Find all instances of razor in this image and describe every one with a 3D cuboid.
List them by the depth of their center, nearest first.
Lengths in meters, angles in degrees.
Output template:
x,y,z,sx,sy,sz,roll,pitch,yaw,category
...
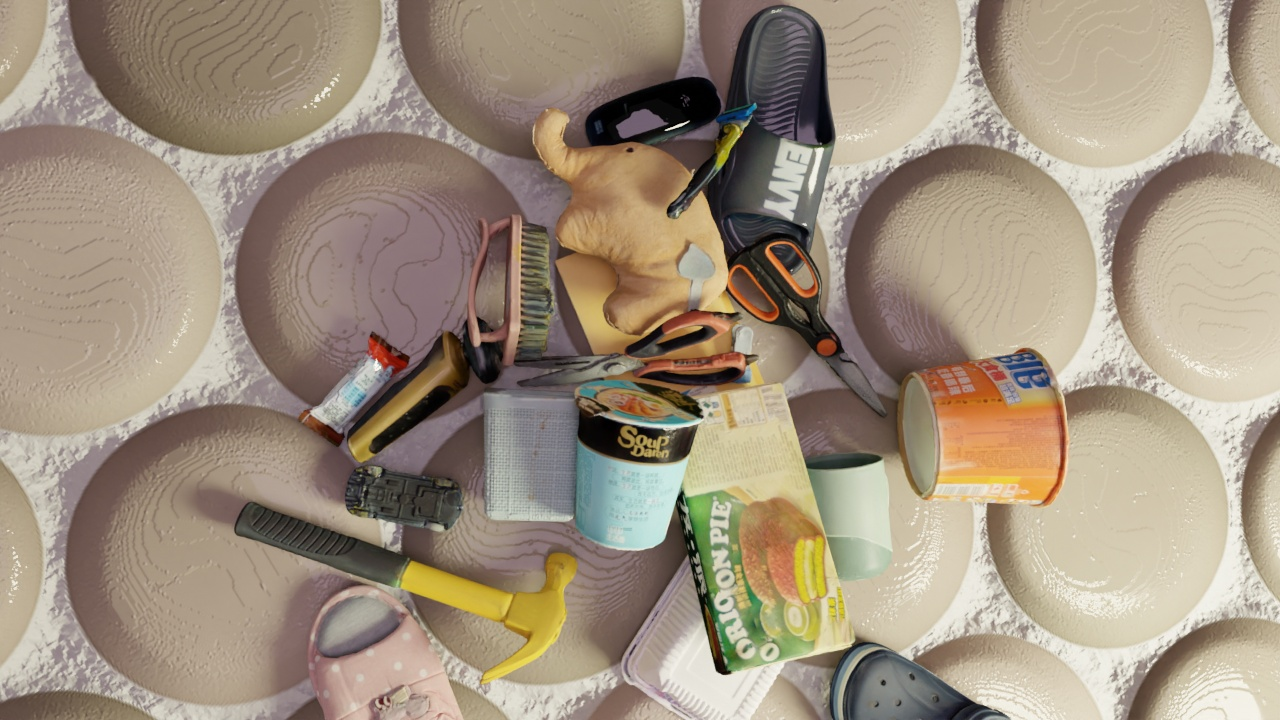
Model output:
x,y,z,sx,sy,sz,roll,pitch,yaw,category
0.062,-0.175,0.820,0.022,0.043,0.142,47,60,-28,razor
-0.193,0.030,0.826,0.167,0.062,0.067,-40,61,-4,razor

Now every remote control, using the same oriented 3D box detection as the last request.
x,y,z,sx,sy,sz,roll,pitch,yaw,category
0.014,-0.237,0.878,0.136,0.024,0.053,-20,90,-8,remote control

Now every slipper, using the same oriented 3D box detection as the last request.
x,y,z,sx,sy,sz,roll,pitch,yaw,category
-0.213,0.331,0.812,0.114,0.054,0.274,-22,90,-8,slipper
0.292,0.364,0.865,0.253,0.095,0.105,31,81,-9,slipper
0.129,-0.215,0.866,0.110,0.083,0.268,7,86,-6,slipper

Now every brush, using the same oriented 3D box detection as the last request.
x,y,z,sx,sy,sz,roll,pitch,yaw,category
-0.116,-0.071,0.816,0.073,0.063,0.145,3,57,-12,brush

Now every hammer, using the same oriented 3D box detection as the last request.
x,y,z,sx,sy,sz,roll,pitch,yaw,category
-0.211,0.189,0.814,0.301,0.033,0.128,20,54,-1,hammer

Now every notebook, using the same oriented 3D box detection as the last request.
x,y,z,sx,sy,sz,roll,pitch,yaw,category
0.023,-0.027,0.880,0.145,0.010,0.206,-23,91,-8,notebook

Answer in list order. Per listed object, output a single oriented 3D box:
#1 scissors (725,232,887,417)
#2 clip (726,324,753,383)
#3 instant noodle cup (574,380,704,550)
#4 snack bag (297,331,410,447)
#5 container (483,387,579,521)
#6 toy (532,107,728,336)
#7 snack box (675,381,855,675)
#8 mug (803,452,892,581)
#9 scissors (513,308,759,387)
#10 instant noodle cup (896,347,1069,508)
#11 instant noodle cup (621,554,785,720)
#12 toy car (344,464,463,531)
x,y,z,sx,sy,sz,roll,pitch,yaw,category
0.160,-0.019,0.887,0.125,0.021,0.235,-15,116,19,scissors
0.095,-0.006,0.879,0.024,0.028,0.057,2,96,-8,clip
-0.010,0.089,0.770,0.111,0.111,0.120,8,105,-8,instant noodle cup
-0.258,0.026,0.829,0.048,0.026,0.104,41,84,-28,snack bag
-0.098,0.083,0.822,0.090,0.090,0.111,4,90,-8,container
-0.009,-0.135,0.834,0.143,0.083,0.226,-31,89,-21,toy
0.097,0.145,0.812,0.114,0.063,0.239,-10,70,-9,snack box
0.200,0.144,0.869,0.111,0.082,0.106,-10,94,-43,mug
-0.002,-0.004,0.830,0.196,0.215,0.015,22,47,-33,scissors
0.311,0.066,0.855,0.111,0.151,0.151,-4,89,0,instant noodle cup
0.080,0.260,0.855,0.138,0.060,0.173,34,85,-6,instant noodle cup
-0.212,0.124,0.831,0.105,0.031,0.049,11,87,-6,toy car
